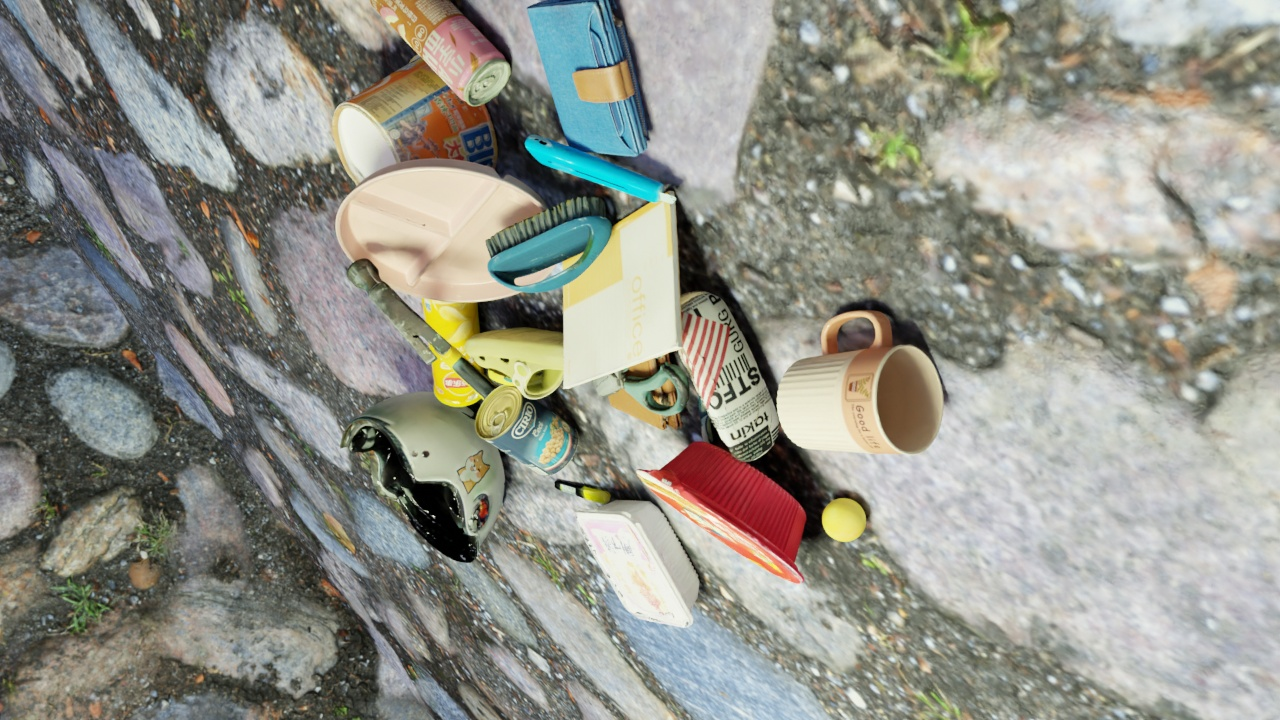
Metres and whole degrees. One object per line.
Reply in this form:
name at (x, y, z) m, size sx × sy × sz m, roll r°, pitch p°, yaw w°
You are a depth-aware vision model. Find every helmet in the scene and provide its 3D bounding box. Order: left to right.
helmet at (-0.289, 0.150, 1.335) m, size 0.230 × 0.156 × 0.274 m, roll 10°, pitch 139°, yaw 43°

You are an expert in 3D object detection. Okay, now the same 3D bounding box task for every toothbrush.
toothbrush at (0.070, 0.059, 0.945) m, size 0.018 × 0.016 × 0.192 m, roll 14°, pitch 131°, yaw 29°

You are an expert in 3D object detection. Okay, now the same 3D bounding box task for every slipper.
slipper at (-0.127, 0.005, 1.052) m, size 0.191 × 0.091 × 0.081 m, roll 5°, pitch 98°, yaw 43°

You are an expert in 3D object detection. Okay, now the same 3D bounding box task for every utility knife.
utility knife at (-0.034, -0.168, 0.822) m, size 0.160 × 0.018 × 0.034 m, roll 25°, pitch 167°, yaw 24°

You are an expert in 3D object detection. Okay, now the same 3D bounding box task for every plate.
plate at (-0.195, -0.132, 0.951) m, size 0.230 × 0.229 × 0.028 m, roll 124°, pitch 150°, yaw -55°

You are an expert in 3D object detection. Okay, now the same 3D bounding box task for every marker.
marker at (-0.080, 0.176, 1.236) m, size 0.124 × 0.015 × 0.018 m, roll 4°, pitch 123°, yaw 52°

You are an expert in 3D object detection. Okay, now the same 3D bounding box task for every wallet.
wallet at (-0.044, -0.241, 0.786) m, size 0.106 × 0.040 × 0.133 m, roll 19°, pitch 136°, yaw 46°
wallet at (-0.006, 0.006, 0.972) m, size 0.108 × 0.031 × 0.132 m, roll 22°, pitch 136°, yaw 43°

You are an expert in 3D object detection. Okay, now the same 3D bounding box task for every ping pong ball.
ping pong ball at (0.191, 0.149, 0.860) m, size 0.040 × 0.040 × 0.040 m, roll 31°, pitch 141°, yaw 29°

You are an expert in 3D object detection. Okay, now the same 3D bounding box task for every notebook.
notebook at (-0.024, -0.060, 0.880) m, size 0.207 × 0.010 × 0.145 m, roll -19°, pitch 70°, yaw 56°

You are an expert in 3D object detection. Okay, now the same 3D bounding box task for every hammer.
hammer at (-0.223, -0.005, 1.068) m, size 0.126 × 0.032 × 0.323 m, roll 44°, pitch 174°, yaw 24°

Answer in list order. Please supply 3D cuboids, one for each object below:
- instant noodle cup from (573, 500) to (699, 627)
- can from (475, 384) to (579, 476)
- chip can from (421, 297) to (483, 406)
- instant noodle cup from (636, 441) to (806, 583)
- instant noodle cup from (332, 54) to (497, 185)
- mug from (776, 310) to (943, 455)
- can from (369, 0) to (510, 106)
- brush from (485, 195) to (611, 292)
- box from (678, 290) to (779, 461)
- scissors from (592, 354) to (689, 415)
instant noodle cup at (0.004, 0.247, 1.159) m, size 0.138 × 0.060 × 0.173 m, roll -9°, pitch 112°, yaw 53°
can at (-0.138, 0.087, 1.131) m, size 0.075 × 0.075 × 0.111 m, roll 10°, pitch 157°, yaw 46°
chip can at (-0.241, -0.036, 1.179) m, size 0.072 × 0.071 × 0.214 m, roll 33°, pitch 142°, yaw 26°
instant noodle cup at (0.091, 0.141, 0.905) m, size 0.194 × 0.065 × 0.194 m, roll 34°, pitch 170°, yaw 6°
instant noodle cup at (-0.241, -0.231, 0.962) m, size 0.151 × 0.111 × 0.152 m, roll 31°, pitch 141°, yaw 29°
mug at (0.172, 0.018, 0.736) m, size 0.106 × 0.081 × 0.114 m, roll -6°, pitch 89°, yaw 54°
can at (-0.192, -0.313, 0.876) m, size 0.147 × 0.057 × 0.058 m, roll 47°, pitch 146°, yaw 9°
brush at (-0.090, -0.106, 0.898) m, size 0.144 × 0.055 × 0.073 m, roll -20°, pitch 71°, yaw 28°
box at (0.072, 0.012, 0.858) m, size 0.163 × 0.076 × 0.088 m, roll 61°, pitch 160°, yaw -13°
scissors at (-0.019, -0.005, 0.934) m, size 0.186 × 0.019 × 0.130 m, roll 8°, pitch 123°, yaw 52°
